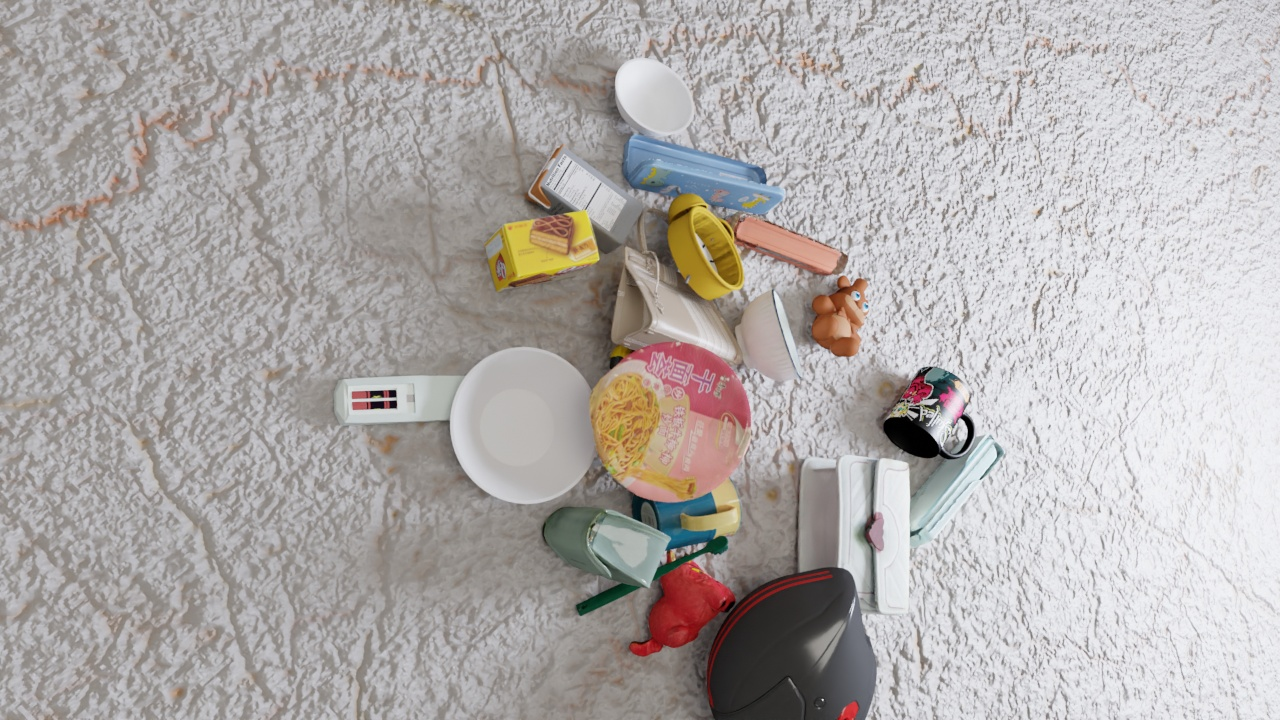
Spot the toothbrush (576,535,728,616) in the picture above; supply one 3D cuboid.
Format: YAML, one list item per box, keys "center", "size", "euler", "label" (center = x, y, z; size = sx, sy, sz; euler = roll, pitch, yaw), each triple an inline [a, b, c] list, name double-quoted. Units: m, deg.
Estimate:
- center: [0.015, 0.247, 1.050]
  size: [0.190, 0.017, 0.016]
  euler: [-25, 54, -2]
  label: "toothbrush"

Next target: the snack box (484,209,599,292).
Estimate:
- center: [-0.113, -0.125, 1.050]
  size: [0.105, 0.084, 0.061]
  euler: [-15, 88, -26]
  label: "snack box"

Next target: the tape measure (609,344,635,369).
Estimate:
- center: [-0.007, 0.006, 1.105]
  size: [0.064, 0.037, 0.065]
  euler: [-42, 106, -28]
  label: "tape measure"

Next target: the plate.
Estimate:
- center: [-0.133, 0.073, 1.035]
  size: [0.173, 0.036, 0.174]
  euler: [4, 80, -25]
  label: "plate"

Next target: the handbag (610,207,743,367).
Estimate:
- center: [0.036, -0.096, 1.120]
  size: [0.175, 0.062, 0.197]
  euler: [19, 55, -47]
  label: "handbag"

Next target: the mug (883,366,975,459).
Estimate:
- center: [0.408, 0.083, 1.263]
  size: [0.118, 0.082, 0.098]
  euler: [40, 67, -2]
  label: "mug"

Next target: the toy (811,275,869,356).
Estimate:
- center: [0.279, -0.064, 1.241]
  size: [0.095, 0.065, 0.127]
  euler: [48, 60, -18]
  label: "toy"

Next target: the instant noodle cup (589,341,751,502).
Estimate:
- center: [0.030, 0.067, 1.047]
  size: [0.178, 0.078, 0.178]
  euler: [0, 91, -8]
  label: "instant noodle cup"

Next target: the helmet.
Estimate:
- center: [0.166, 0.352, 1.057]
  size: [0.170, 0.164, 0.265]
  euler: [32, 95, -10]
  label: "helmet"

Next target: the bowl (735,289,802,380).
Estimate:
- center: [0.158, -0.026, 1.164]
  size: [0.062, 0.118, 0.118]
  euler: [-17, 89, 14]
  label: "bowl"

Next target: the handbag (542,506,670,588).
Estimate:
- center: [-0.041, 0.204, 1.013]
  size: [0.106, 0.122, 0.067]
  euler: [31, 71, -21]
  label: "handbag"

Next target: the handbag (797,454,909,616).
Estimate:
- center: [0.284, 0.224, 1.179]
  size: [0.141, 0.096, 0.198]
  euler: [9, 76, -25]
  label: "handbag"

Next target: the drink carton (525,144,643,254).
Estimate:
- center: [-0.067, -0.192, 1.102]
  size: [0.125, 0.049, 0.076]
  euler: [34, 69, -17]
  label: "drink carton"

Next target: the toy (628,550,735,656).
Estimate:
- center: [0.035, 0.289, 1.078]
  size: [0.133, 0.088, 0.094]
  euler: [-40, 67, -7]
  label: "toy"

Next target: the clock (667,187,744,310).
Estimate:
- center: [0.078, -0.141, 1.130]
  size: [0.113, 0.052, 0.151]
  euler: [35, 38, -41]
  label: "clock"

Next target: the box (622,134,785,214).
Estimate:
- center: [0.082, -0.245, 1.173]
  size: [0.208, 0.078, 0.074]
  euler: [7, 74, -25]
  label: "box"

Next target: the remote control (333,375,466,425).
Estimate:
- center: [-0.255, 0.042, 0.988]
  size: [0.143, 0.024, 0.049]
  euler: [-1, 82, -26]
  label: "remote control"

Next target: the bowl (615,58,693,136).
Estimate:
- center: [0.010, -0.323, 1.161]
  size: [0.109, 0.041, 0.109]
  euler: [10, 65, -24]
  label: "bowl"

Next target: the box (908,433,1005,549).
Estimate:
- center: [0.425, 0.178, 1.261]
  size: [0.198, 0.083, 0.066]
  euler: [-40, 108, -25]
  label: "box"

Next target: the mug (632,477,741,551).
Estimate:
- center: [0.060, 0.177, 1.068]
  size: [0.107, 0.114, 0.083]
  euler: [-7, 94, -25]
  label: "mug"

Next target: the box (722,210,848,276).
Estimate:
- center: [0.191, -0.153, 1.234]
  size: [0.188, 0.062, 0.058]
  euler: [19, 100, -24]
  label: "box"
